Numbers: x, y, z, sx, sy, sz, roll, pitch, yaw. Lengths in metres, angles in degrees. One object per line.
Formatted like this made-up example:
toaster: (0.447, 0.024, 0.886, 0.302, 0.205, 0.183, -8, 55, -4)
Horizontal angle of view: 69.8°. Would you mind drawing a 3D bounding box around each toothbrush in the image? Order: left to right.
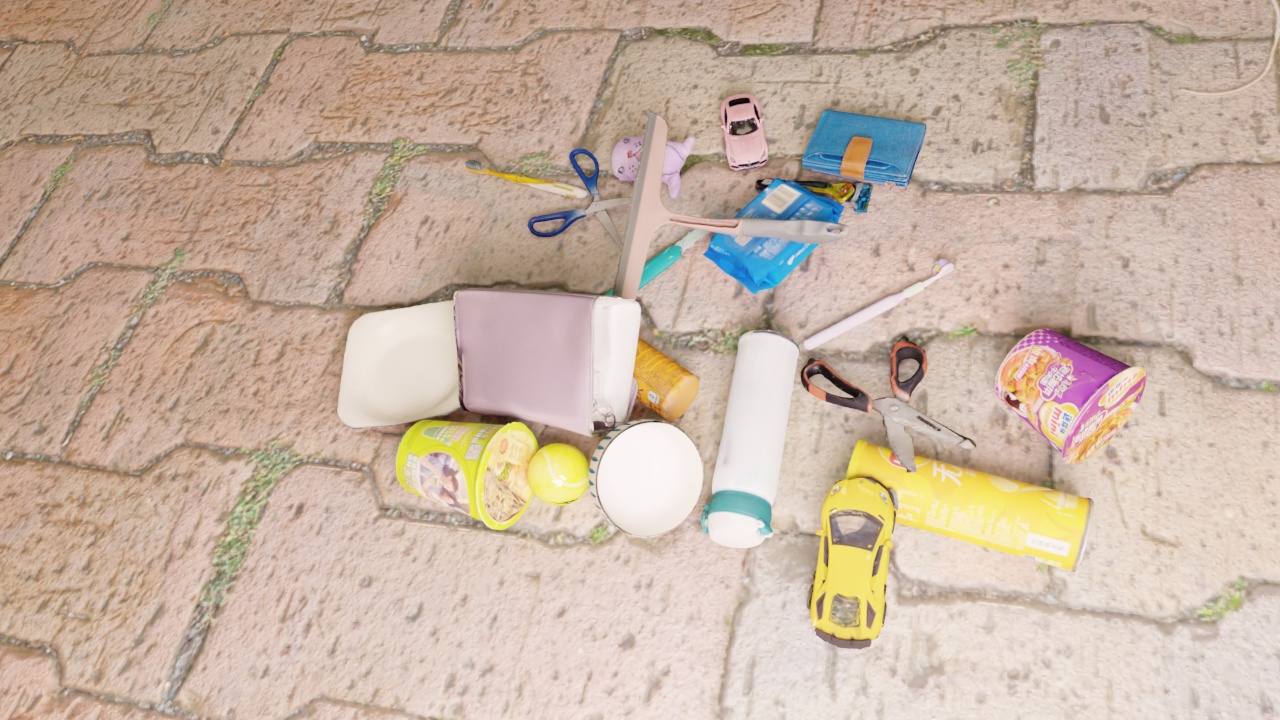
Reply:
toothbrush: (-0.155, -0.243, 1.225, 0.191, 0.018, 0.016, 17, 66, 22)
toothbrush: (0.263, -0.061, 1.019, 0.189, 0.029, 0.021, -29, 95, -5)

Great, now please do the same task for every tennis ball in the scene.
tennis ball: (-0.085, 0.119, 0.959, 0.065, 0.065, 0.065, -6, 58, 9)

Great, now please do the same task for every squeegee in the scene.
squeegee: (0.109, -0.153, 1.036, 0.250, 0.040, 0.247, 8, 76, 14)

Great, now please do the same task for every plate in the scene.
plate: (-0.271, 0.008, 1.087, 0.164, 0.034, 0.163, -8, 58, 8)

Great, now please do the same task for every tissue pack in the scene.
tissue pack: (0.156, -0.146, 1.076, 0.157, 0.052, 0.095, -43, 58, -14)

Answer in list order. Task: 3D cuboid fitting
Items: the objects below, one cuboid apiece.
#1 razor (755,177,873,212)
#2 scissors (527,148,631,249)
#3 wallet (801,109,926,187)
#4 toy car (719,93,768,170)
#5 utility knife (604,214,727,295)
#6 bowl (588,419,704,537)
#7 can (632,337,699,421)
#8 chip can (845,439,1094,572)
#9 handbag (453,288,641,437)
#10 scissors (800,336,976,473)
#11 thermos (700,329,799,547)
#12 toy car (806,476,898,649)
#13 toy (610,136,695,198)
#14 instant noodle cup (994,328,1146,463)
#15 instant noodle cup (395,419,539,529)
razor: (0.209, -0.211, 1.121, 0.143, 0.022, 0.042, 11, 60, 19)
scissors: (-0.067, -0.198, 1.171, 0.162, 0.012, 0.173, -28, 66, 2)
wallet: (0.275, -0.263, 1.131, 0.133, 0.040, 0.106, 14, 59, 21)
toy car: (0.133, -0.298, 1.184, 0.056, 0.037, 0.122, -10, 58, 8)
utility knife: (0.018, -0.110, 1.107, 0.222, 0.013, 0.029, -38, 57, -9)
bowl: (-0.001, 0.115, 0.929, 0.116, 0.116, 0.066, -43, 16, -15)
can: (-0.006, 0.006, 1.015, 0.146, 0.058, 0.058, 35, 72, 28)
chip can: (0.301, 0.134, 0.858, 0.213, 0.072, 0.071, 13, 63, 20)
handbag: (-0.102, -0.003, 0.984, 0.197, 0.098, 0.145, 7, 91, 34)
scissors: (0.245, 0.037, 0.923, 0.189, 0.015, 0.226, 2, 36, 26)
thermos: (0.113, 0.080, 0.939, 0.073, 0.073, 0.223, 6, 61, 16)
toy car: (0.194, 0.183, 0.842, 0.071, 0.041, 0.156, 8, 91, 20)
toy: (0.011, -0.255, 1.184, 0.108, 0.039, 0.084, 13, 84, 18)
instant noodle cup: (0.407, 0.028, 0.884, 0.111, 0.112, 0.099, -38, 50, -11)
instant noodle cup: (-0.188, 0.110, 0.969, 0.124, 0.112, 0.111, 9, 61, 26)
